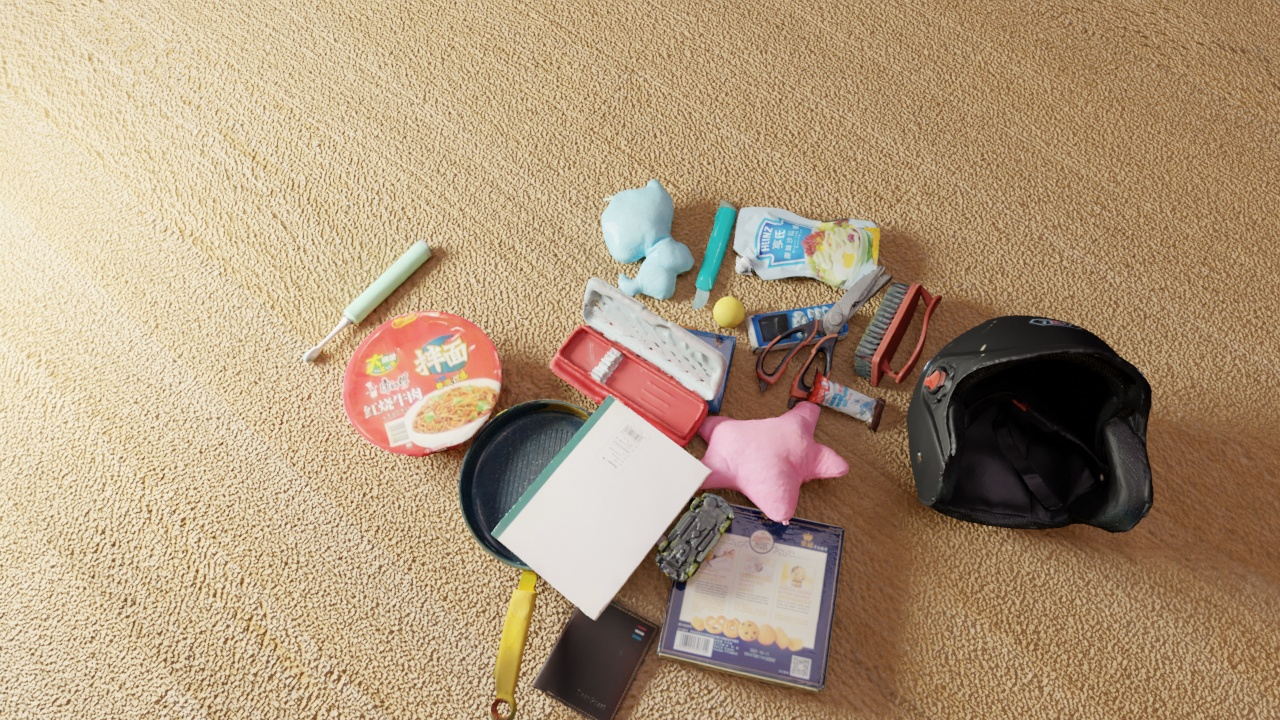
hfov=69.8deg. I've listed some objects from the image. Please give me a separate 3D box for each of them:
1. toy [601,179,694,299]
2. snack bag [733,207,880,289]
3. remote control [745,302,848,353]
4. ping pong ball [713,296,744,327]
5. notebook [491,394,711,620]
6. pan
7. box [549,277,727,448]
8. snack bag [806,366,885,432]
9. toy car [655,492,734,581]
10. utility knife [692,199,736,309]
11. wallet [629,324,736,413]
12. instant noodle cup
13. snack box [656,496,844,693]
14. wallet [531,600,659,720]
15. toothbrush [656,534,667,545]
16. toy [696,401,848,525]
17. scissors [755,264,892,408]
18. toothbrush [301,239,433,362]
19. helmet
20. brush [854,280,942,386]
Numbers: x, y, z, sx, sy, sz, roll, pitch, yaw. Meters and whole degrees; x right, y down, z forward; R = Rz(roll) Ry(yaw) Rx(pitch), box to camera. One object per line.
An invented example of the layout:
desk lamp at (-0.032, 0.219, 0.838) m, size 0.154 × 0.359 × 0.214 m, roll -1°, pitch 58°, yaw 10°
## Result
toy at (0.004, -0.165, 1.228) m, size 0.156 × 0.050 × 0.161 m, roll 33°, pitch 77°, yaw 8°
snack bag at (0.219, -0.150, 1.223) m, size 0.191 × 0.039 × 0.110 m, roll 9°, pitch 75°, yaw 6°
remote control at (0.201, -0.041, 1.177) m, size 0.125 × 0.024 × 0.049 m, roll -8°, pitch 64°, yaw -4°
ping pong ball at (0.114, -0.062, 1.180) m, size 0.040 × 0.040 × 0.040 m, roll -1°, pitch 64°, yaw 1°
notebook at (-0.042, 0.157, 1.017) m, size 0.150 × 0.012 × 0.208 m, roll 37°, pitch 74°, yaw 13°
pan at (-0.122, 0.216, 1.028) m, size 0.198 × 0.078 × 0.356 m, roll 4°, pitch 75°, yaw 10°
box at (-0.001, 0.003, 1.104) m, size 0.201 × 0.073 × 0.155 m, roll 32°, pitch 109°, yaw 17°
snack bag at (0.252, 0.048, 1.123) m, size 0.104 × 0.026 × 0.048 m, roll 25°, pitch 67°, yaw -6°
toy car at (0.061, 0.195, 1.011) m, size 0.048 × 0.032 × 0.105 m, roll 35°, pitch 77°, yaw 18°
utility knife at (0.098, -0.143, 1.235) m, size 0.029 × 0.013 × 0.179 m, roll 14°, pitch 65°, yaw 11°
wallet at (0.046, 0.005, 1.152) m, size 0.133 × 0.040 × 0.106 m, roll 11°, pitch 71°, yaw 10°
instant noodle cup at (-0.262, 0.037, 1.129) m, size 0.194 × 0.066 × 0.193 m, roll -1°, pitch 63°, yaw 1°
snack box at (0.124, 0.259, 1.023) m, size 0.178 × 0.046 × 0.182 m, roll 11°, pitch 65°, yaw 8°
wallet at (-0.048, 0.327, 1.012) m, size 0.096 × 0.020 × 0.122 m, roll 26°, pitch 70°, yaw 13°
toothbrush at (-0.046, 0.167, 1.087) m, size 0.189 × 0.029 × 0.021 m, roll 31°, pitch 28°, yaw 14°
toy at (0.137, 0.120, 1.065) m, size 0.194 × 0.075 × 0.178 m, roll -9°, pitch 40°, yaw -1°
scissors at (0.243, -0.030, 1.153) m, size 0.207 × 0.015 × 0.191 m, roll -6°, pitch 82°, yaw -3°
toothbrush at (-0.358, -0.078, 1.208) m, size 0.224 × 0.026 × 0.027 m, roll -48°, pitch 33°, yaw -19°
helmet at (0.409, 0.062, 0.993) m, size 0.233 × 0.275 × 0.229 m, roll 9°, pitch 38°, yaw -4°
brush at (0.326, -0.038, 1.152) m, size 0.069 × 0.063 × 0.145 m, roll 22°, pitch 65°, yaw 24°
